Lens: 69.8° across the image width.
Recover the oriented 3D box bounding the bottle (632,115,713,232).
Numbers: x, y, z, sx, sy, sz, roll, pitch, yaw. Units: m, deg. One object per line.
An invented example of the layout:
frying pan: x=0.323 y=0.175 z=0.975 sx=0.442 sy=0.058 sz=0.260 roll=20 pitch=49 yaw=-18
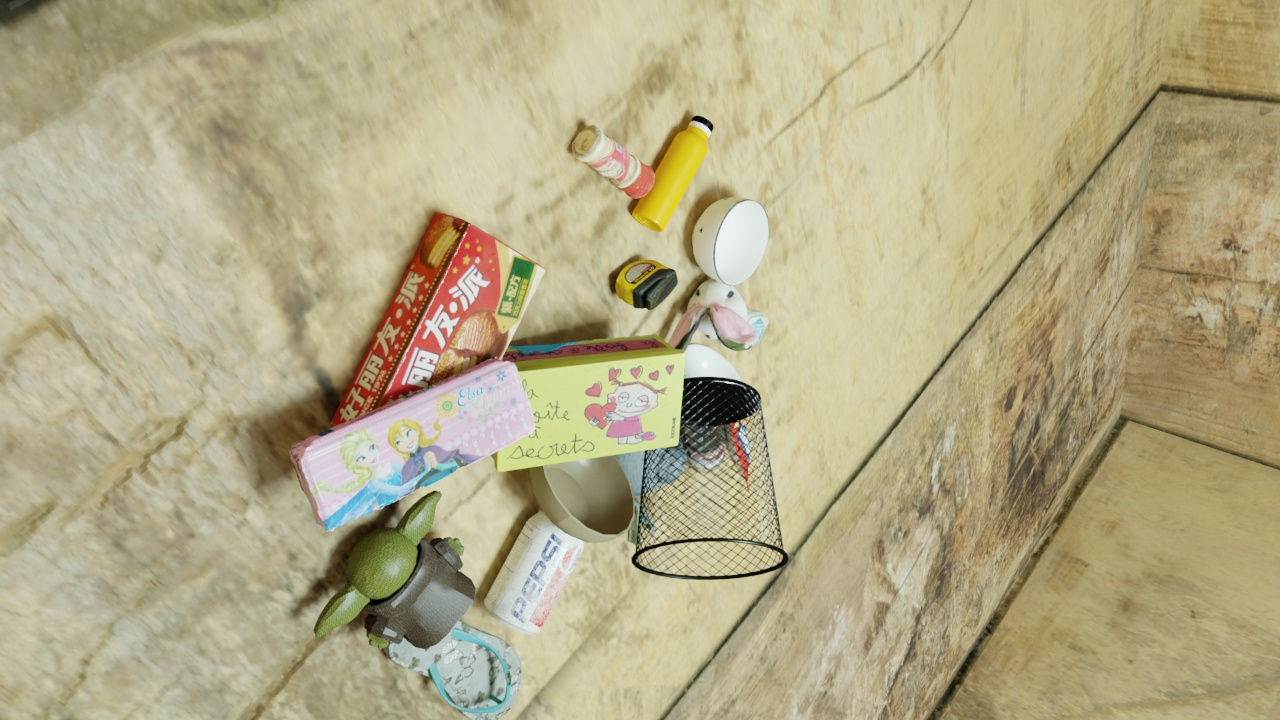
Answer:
bottle: x=0.042 y=-0.226 z=1.101 sx=0.043 sy=0.043 sz=0.143 roll=37 pitch=79 yaw=-51

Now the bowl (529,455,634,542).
bowl: x=-0.078 y=0.154 z=1.098 sx=0.051 sy=0.152 sz=0.152 roll=-37 pitch=151 yaw=27

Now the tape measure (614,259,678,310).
tape measure: x=0.004 y=-0.091 z=1.108 sx=0.065 sy=0.064 sz=0.037 roll=-49 pitch=146 yaw=-34

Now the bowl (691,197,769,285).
bowl: x=0.109 y=-0.160 z=1.195 sx=0.113 sy=0.063 sz=0.113 roll=-25 pitch=126 yaw=-40

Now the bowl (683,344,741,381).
bowl: x=0.086 y=0.034 z=1.256 sx=0.109 sy=0.110 sz=0.041 roll=-9 pitch=151 yaw=-47

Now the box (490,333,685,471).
box: x=-0.066 y=0.044 z=1.029 sx=0.220 sy=0.081 sz=0.124 roll=-5 pitch=114 yaw=-27

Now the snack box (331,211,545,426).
snack box: x=-0.198 y=-0.017 z=0.914 sx=0.113 sy=0.060 sz=0.236 roll=30 pitch=85 yaw=-49

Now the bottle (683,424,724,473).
bottle: x=0.090 y=0.117 z=1.291 sx=0.056 sy=0.056 sz=0.105 roll=-52 pitch=161 yaw=-18

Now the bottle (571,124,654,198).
bottle: x=-0.029 y=-0.220 z=1.023 sx=0.109 sy=0.044 sz=0.044 roll=25 pitch=88 yaw=-51

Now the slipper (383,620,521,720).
slipper: x=-0.205 y=0.370 z=1.108 sx=0.098 sy=0.055 sz=0.269 roll=-52 pitch=138 yaw=-21

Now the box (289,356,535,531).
box: x=-0.211 y=0.072 z=0.869 sx=0.229 sy=0.053 sz=0.085 roll=-26 pitch=108 yaw=-35

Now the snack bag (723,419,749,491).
snack bag: x=0.135 y=0.097 z=1.329 sx=0.143 sy=0.039 sz=0.131 roll=-91 pitch=166 yaw=-47

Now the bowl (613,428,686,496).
bowl: x=0.025 y=0.133 z=1.249 sx=0.136 sy=0.057 sz=0.137 roll=-25 pitch=126 yaw=-40

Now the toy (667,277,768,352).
toy: x=0.121 y=-0.063 z=1.241 sx=0.205 sy=0.131 sz=0.105 roll=-14 pitch=97 yaw=-59

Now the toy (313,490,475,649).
toy: x=-0.247 y=0.237 z=0.971 sx=0.179 sy=0.078 sz=0.153 roll=-51 pitch=131 yaw=-19

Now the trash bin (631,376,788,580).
trash bin: x=0.081 y=0.144 z=1.130 sx=0.184 sy=0.184 sz=0.209 roll=38 pitch=45 yaw=-51

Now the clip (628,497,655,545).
clip: x=-0.002 y=0.222 z=1.292 sx=0.059 sy=0.023 sz=0.076 roll=-38 pitch=136 yaw=-33

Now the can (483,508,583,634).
can: x=-0.127 y=0.257 z=1.119 sx=0.078 sy=0.078 sz=0.136 roll=36 pitch=80 yaw=-51
